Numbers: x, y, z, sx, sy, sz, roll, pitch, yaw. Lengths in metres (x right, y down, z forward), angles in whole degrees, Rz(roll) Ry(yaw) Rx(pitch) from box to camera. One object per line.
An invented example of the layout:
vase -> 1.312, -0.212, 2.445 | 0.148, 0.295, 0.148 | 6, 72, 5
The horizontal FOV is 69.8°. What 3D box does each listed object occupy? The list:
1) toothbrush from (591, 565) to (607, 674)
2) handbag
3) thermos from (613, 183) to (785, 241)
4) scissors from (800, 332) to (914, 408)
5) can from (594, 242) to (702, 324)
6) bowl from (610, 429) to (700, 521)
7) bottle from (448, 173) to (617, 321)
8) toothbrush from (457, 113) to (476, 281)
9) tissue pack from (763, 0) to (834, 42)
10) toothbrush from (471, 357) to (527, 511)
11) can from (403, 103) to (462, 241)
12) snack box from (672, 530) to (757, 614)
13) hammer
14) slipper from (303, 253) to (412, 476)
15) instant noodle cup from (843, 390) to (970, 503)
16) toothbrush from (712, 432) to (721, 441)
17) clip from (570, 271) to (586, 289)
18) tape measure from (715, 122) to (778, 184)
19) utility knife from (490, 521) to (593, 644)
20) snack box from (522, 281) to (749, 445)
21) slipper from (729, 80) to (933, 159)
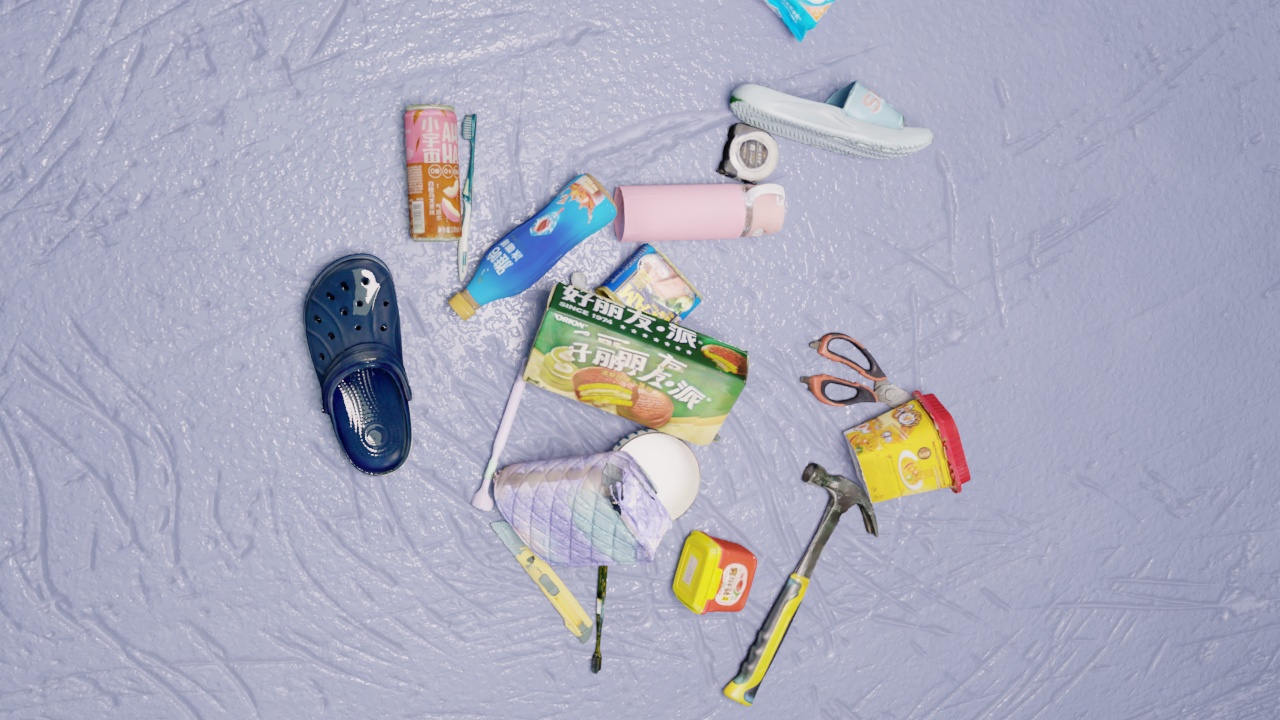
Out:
toothbrush -> -0.050, 0.301, 1.144 | 0.012, 0.017, 0.186 | 5, 96, 10
handbag -> -0.066, 0.166, 1.041 | 0.134, 0.194, 0.075 | 56, 46, -24
thermos -> 0.072, -0.179, 1.079 | 0.198, 0.087, 0.067 | -3, 72, -11
scissors -> 0.305, 0.048, 1.196 | 0.197, 0.015, 0.205 | -23, 101, -10
can -> 0.011, -0.078, 1.092 | 0.083, 0.057, 0.102 | -46, 104, -7
bowl -> 0.009, 0.137, 1.113 | 0.116, 0.066, 0.116 | -2, 98, -12
bottle -> -0.126, -0.125, 1.050 | 0.218, 0.065, 0.065 | -41, 103, -6
toothbrush -> -0.201, -0.186, 1.052 | 0.018, 0.016, 0.191 | 5, 95, -4
tissue pack -> 0.202, -0.459, 1.085 | 0.090, 0.063, 0.140 | 41, 86, -14
toothbrush -> -0.161, 0.086, 1.092 | 0.029, 0.021, 0.189 | 19, 91, 18
can -> -0.230, -0.206, 1.020 | 0.058, 0.058, 0.147 | -3, 98, -13
snack box -> 0.094, 0.266, 1.146 | 0.080, 0.082, 0.091 | 14, 94, -28
hammer -> 0.203, 0.301, 1.195 | 0.126, 0.032, 0.323 | 27, 90, -14
slipper -> -0.310, 0.011, 1.013 | 0.105, 0.095, 0.253 | -9, 102, -14
instant noodle cup -> 0.333, 0.115, 1.159 | 0.124, 0.116, 0.116 | -19, 111, 6
toothbrush -> 0.027, 0.046, 1.130 | 0.191, 0.018, 0.016 | 37, 86, -14
clip -> -0.073, -0.078, 1.092 | 0.026, 0.041, 0.058 | -1, 92, -10
tape measure -> 0.132, -0.248, 1.111 | 0.066, 0.033, 0.066 | 17, 95, -12
utility knife -> -0.118, 0.270, 1.130 | 0.031, 0.021, 0.198 | -39, 99, -12
snack box -> -0.006, 0.006, 1.054 | 0.240, 0.063, 0.115 | 21, 130, -7
slipper -> 0.228, -0.296, 1.095 | 0.245, 0.104, 0.074 | 13, 92, -8
